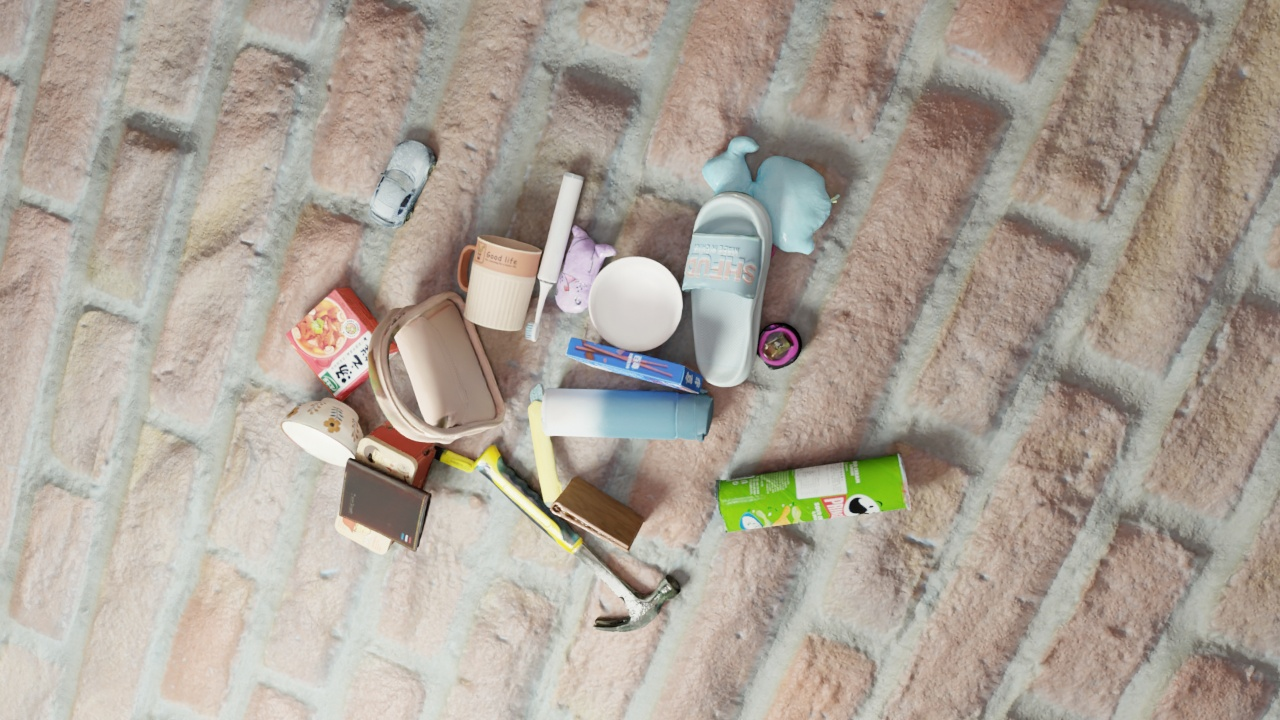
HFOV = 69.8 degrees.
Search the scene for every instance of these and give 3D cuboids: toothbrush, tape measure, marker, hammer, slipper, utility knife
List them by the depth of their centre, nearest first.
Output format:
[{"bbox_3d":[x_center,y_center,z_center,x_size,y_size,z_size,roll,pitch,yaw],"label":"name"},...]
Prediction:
[{"bbox_3d":[0.096,-0.083,1.117,0.104,0.074,0.246,14,111,36],"label":"slipper"},{"bbox_3d":[0.173,-0.019,1.151,0.058,0.039,0.057,-38,91,14],"label":"tape measure"},{"bbox_3d":[-0.113,-0.132,1.181,0.026,0.026,0.221,19,97,27],"label":"toothbrush"},{"bbox_3d":[-0.128,0.117,1.228,0.031,0.019,0.173,-11,90,9],"label":"utility knife"},{"bbox_3d":[-0.103,0.243,1.251,0.323,0.031,0.126,43,103,1],"label":"hammer"},{"bbox_3d":[-0.286,0.127,1.274,0.124,0.015,0.018,21,104,8],"label":"marker"}]

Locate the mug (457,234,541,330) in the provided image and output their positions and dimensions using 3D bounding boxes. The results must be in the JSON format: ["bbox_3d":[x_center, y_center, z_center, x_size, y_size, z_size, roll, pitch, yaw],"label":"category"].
[{"bbox_3d":[-0.191,-0.105,1.188,0.115,0.081,0.106,21,105,28],"label":"mug"}]

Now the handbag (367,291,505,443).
[{"bbox_3d":[-0.266,0.019,1.138,0.093,0.234,0.193,-21,95,11],"label":"handbag"}]

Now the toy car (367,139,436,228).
[{"bbox_3d":[-0.315,-0.232,1.208,0.054,0.036,0.121,31,100,4],"label":"toy car"}]

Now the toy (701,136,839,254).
[{"bbox_3d":[0.160,-0.201,1.118,0.156,0.049,0.161,-12,88,18],"label":"toy"}]

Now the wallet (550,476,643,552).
[{"bbox_3d":[-0.054,0.201,1.200,0.115,0.101,0.020,29,106,4],"label":"wallet"}]

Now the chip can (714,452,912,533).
[{"bbox_3d":[0.216,0.168,1.159,0.236,0.072,0.072,-10,97,12],"label":"chip can"}]

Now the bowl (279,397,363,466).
[{"bbox_3d":[-0.427,0.091,1.259,0.113,0.114,0.062,21,61,6],"label":"bowl"}]

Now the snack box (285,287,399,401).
[{"bbox_3d":[-0.416,-0.017,1.258,0.127,0.044,0.113,-39,91,14],"label":"snack box"}]

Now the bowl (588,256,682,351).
[{"bbox_3d":[-0.002,-0.074,1.161,0.118,0.064,0.118,2,100,9],"label":"bowl"}]

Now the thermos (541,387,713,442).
[{"bbox_3d":[-0.016,0.068,1.190,0.220,0.070,0.070,1,99,10],"label":"thermos"}]

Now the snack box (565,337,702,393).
[{"bbox_3d":[-0.007,0.007,1.148,0.157,0.084,0.026,14,85,21],"label":"snack box"}]

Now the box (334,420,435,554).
[{"bbox_3d":[-0.348,0.169,1.260,0.091,0.079,0.169,27,115,5],"label":"box"}]

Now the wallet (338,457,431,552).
[{"bbox_3d":[-0.339,0.190,1.212,0.122,0.020,0.096,23,115,8],"label":"wallet"}]

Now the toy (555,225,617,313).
[{"bbox_3d":[-0.075,-0.110,1.177,0.084,0.038,0.108,32,105,37],"label":"toy"}]

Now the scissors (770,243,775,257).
[{"bbox_3d":[0.131,-0.103,1.158,0.096,0.017,0.137,-1,104,10],"label":"scissors"}]
